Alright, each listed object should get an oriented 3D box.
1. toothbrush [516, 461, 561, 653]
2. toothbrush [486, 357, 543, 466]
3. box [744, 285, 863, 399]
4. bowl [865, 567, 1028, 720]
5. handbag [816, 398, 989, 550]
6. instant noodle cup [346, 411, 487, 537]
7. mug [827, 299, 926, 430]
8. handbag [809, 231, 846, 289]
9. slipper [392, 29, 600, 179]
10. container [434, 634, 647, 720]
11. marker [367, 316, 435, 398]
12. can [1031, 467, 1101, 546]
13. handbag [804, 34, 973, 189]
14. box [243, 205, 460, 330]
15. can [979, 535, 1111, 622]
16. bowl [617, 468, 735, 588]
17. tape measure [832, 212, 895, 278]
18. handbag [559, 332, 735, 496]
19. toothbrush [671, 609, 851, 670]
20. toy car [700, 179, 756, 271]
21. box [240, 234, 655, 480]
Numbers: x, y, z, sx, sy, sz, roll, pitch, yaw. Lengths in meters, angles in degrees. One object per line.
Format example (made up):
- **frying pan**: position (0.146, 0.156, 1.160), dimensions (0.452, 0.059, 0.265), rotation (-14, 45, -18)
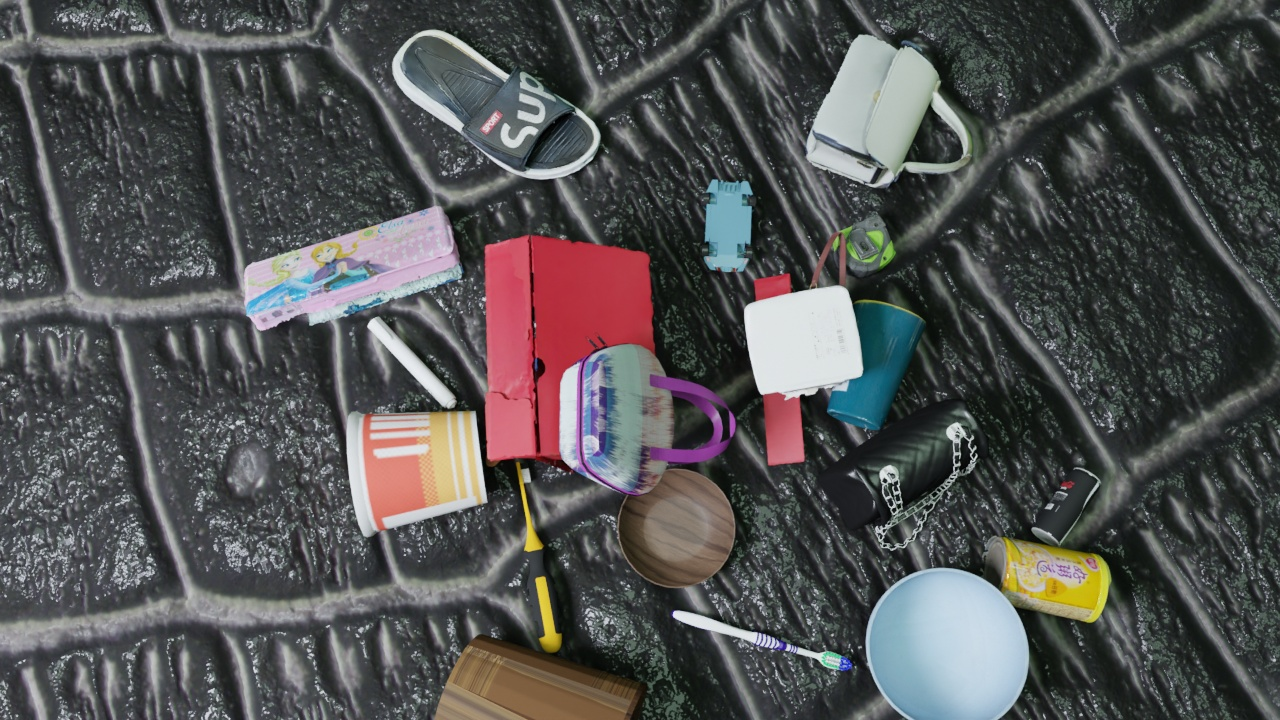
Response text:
- **toothbrush**: position (-0.108, 0.199, 0.941), dimensions (0.031, 0.031, 0.196), rotation (-10, 73, -11)
- **toothbrush**: position (-0.133, 0.052, 0.984), dimensions (0.021, 0.017, 0.135), rotation (22, 80, 10)
- **box**: position (0.168, -0.015, 0.937), dimensions (0.108, 0.101, 0.102), rotation (-11, 87, 12)
- **bowl**: position (0.288, 0.278, 0.893), dimensions (0.150, 0.075, 0.150), rotation (0, 77, 1)
- **handbag**: position (0.271, 0.116, 0.905), dimensions (0.153, 0.125, 0.114), rotation (-28, 78, -6)
- **instant noodle cup**: position (-0.220, 0.106, 0.923), dimensions (0.121, 0.123, 0.123), rotation (-8, 76, -9)
- **mug**: position (0.242, 0.007, 0.960), dimensions (0.078, 0.078, 0.121), rotation (20, 82, 5)
- **handbag**: position (0.201, -0.080, 0.984), dimensions (0.055, 0.029, 0.119), rotation (13, 88, -28)
- **slipper**: position (-0.170, -0.296, 1.042), dimensions (0.264, 0.063, 0.111), rotation (35, 80, 11)
- **container**: position (-0.095, 0.337, 0.862), dimensions (0.167, 0.132, 0.132), rotation (19, 77, 11)
- **marker**: position (-0.246, 0.003, 0.992), dimensions (0.017, 0.020, 0.133), rotation (-43, 80, -13)
- **can**: position (0.438, 0.150, 0.943), dimensions (0.031, 0.031, 0.080), rotation (38, 80, 9)
- **handbag**: position (0.291, -0.268, 1.023), dimensions (0.176, 0.074, 0.151), rotation (26, 78, 6)
- **box**: position (-0.312, -0.096, 1.010), dimensions (0.230, 0.063, 0.084), rotation (-18, 52, -3)
- **can**: position (0.400, 0.216, 0.910), dimensions (0.105, 0.068, 0.067), rotation (11, 77, 4)
- **bowl**: position (0.036, 0.172, 0.942), dimensions (0.119, 0.032, 0.119), rotation (0, 77, 1)
- **tape measure**: position (0.246, -0.124, 1.008), dimensions (0.065, 0.036, 0.058), rotation (-27, 78, -6)
- **handbag**: position (0.014, 0.054, 0.851), dimensions (0.169, 0.068, 0.144), rotation (9, 74, -33)
- **toothbrush**: position (0.121, 0.281, 0.924), dimensions (0.187, 0.016, 0.015), rotation (15, 77, 4)
- **toy car**: position (0.096, -0.146, 1.019), dimensions (0.060, 0.027, 0.107), rotation (3, 77, 1)
- **box**: position (-0.192, 0.002, 0.899), dimensions (0.425, 0.128, 0.212), rotation (-4, 78, 1)
